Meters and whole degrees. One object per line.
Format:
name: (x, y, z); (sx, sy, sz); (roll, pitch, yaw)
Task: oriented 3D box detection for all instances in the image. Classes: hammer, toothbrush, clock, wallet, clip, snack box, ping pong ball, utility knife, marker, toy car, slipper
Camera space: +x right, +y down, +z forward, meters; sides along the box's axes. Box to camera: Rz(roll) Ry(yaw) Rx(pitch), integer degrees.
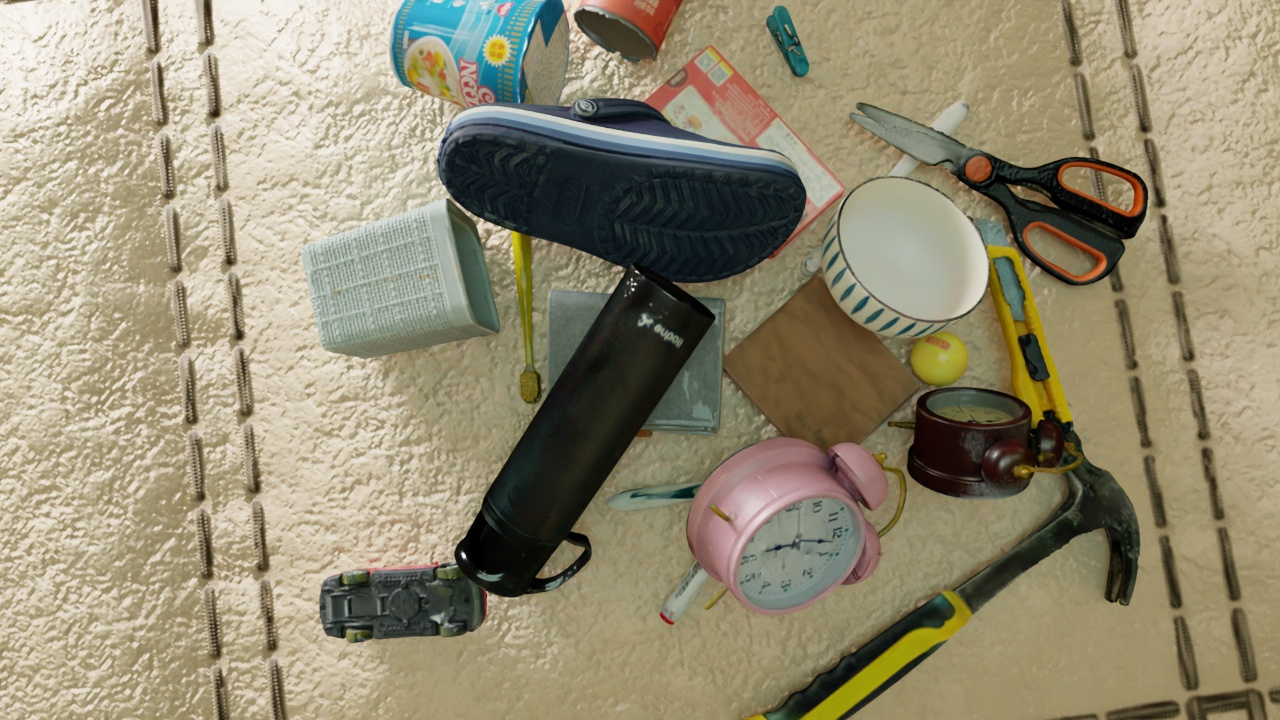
hammer: (0.215, 0.189, 0.657); (0.323, 0.032, 0.126); (-36, 85, -1)
toothbrush: (-0.088, -0.062, 0.692); (0.016, 0.016, 0.190); (-4, 85, 0)
clock: (0.237, 0.058, 0.626); (0.081, 0.122, 0.055); (-17, 113, -38)
wallet: (-0.004, 0.004, 0.672); (0.130, 0.037, 0.106); (3, 98, 10)
clip: (0.113, -0.242, 0.699); (0.013, 0.034, 0.055); (-29, 95, 1)
snack box: (0.075, -0.157, 0.691); (0.075, 0.025, 0.153); (-42, 85, -1)
toothbrush: (0.070, 0.092, 0.675); (0.191, 0.018, 0.016); (-8, 84, 0)
ping pong ball: (0.217, -0.001, 0.667); (0.040, 0.040, 0.040); (0, 85, 1)
utility knife: (0.271, -0.023, 0.658); (0.033, 0.015, 0.176); (-14, 80, 4)
toothbrush: (0.185, -0.131, 0.690); (0.016, 0.016, 0.180); (44, 87, -2)
marker: (0.060, 0.131, 0.664); (0.017, 0.017, 0.145); (36, 96, 4)
toy car: (-0.169, 0.172, 0.662); (0.120, 0.045, 0.053); (-3, 88, 6)
clock: (0.113, 0.112, 0.629); (0.158, 0.060, 0.117); (-13, 121, -19)
wallet: (0.131, 0.011, 0.673); (0.101, 0.020, 0.115); (-43, 81, -4)
slipper: (-0.013, -0.129, 0.649); (0.253, 0.105, 0.095); (9, 49, -4)

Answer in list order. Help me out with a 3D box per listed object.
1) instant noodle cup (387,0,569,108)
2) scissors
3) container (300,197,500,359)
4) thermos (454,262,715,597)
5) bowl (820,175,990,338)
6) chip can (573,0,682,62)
instant noodle cup: (-0.119, -0.225, 0.673); (0.110, 0.099, 0.099); (15, 86, 11)
scissors: (0.266, -0.148, 0.676); (0.139, 0.021, 0.235); (-43, 94, 11)
container: (-0.171, -0.053, 0.660); (0.111, 0.090, 0.090); (-13, 85, 3)
thermos: (-0.034, 0.056, 0.638); (0.090, 0.068, 0.243); (27, 104, -25)
bowl: (0.179, -0.065, 0.652); (0.116, 0.066, 0.116); (6, 64, -14)
chip can: (0.025, -0.335, 0.683); (0.073, 0.073, 0.216); (26, 87, 3)
